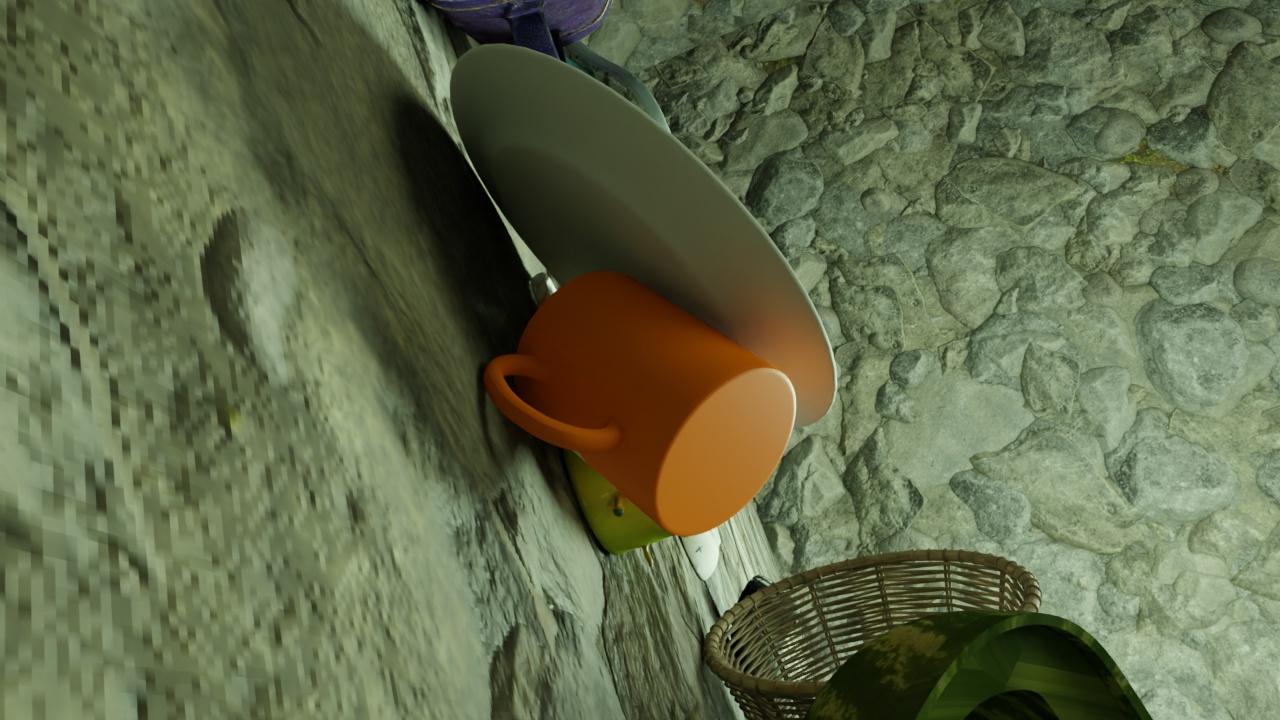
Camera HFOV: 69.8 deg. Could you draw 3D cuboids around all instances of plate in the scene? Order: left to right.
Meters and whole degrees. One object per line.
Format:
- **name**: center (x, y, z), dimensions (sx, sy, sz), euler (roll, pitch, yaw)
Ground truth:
- **plate**: center (-0.009, -0.046, 0.450), dimensions (0.242, 0.016, 0.243), euler (39, -16, 13)
- **plate**: center (0.049, 0.139, 0.806), dimensions (0.104, 0.026, 0.104), euler (-21, 89, -85)

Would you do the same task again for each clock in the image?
- **clock**: center (-0.004, 0.047, 0.482), dimensions (0.119, 0.057, 0.083), euler (-105, 170, -48)

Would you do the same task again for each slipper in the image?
- **slipper**: center (-0.056, -0.216, 0.742), dimensions (0.268, 0.054, 0.098), euler (48, -10, 43)

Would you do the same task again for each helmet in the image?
- **helmet**: center (0.160, 0.250, 0.407), dimensions (0.247, 0.213, 0.244), euler (-119, -139, -57)

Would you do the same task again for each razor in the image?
- **razor**: center (0.117, 0.263, 0.797), dimensions (0.054, 0.067, 0.151), euler (26, 51, -76)

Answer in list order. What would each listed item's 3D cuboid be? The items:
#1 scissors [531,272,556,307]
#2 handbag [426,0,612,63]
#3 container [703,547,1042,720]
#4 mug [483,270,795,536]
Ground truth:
- **scissors**: center (-0.052, -0.022, 0.519), dimensions (0.128, 0.013, 0.064), euler (-59, 126, -85)
- **handbag**: center (-0.089, -0.284, 0.581), dimensions (0.204, 0.125, 0.222), euler (-80, 154, -80)
- **container**: center (0.178, 0.263, 0.633), dimensions (0.226, 0.227, 0.196), euler (-44, 119, -84)
- **mug**: center (-0.008, 0.016, 0.377), dimensions (0.112, 0.078, 0.096), euler (-2, 28, -45)
